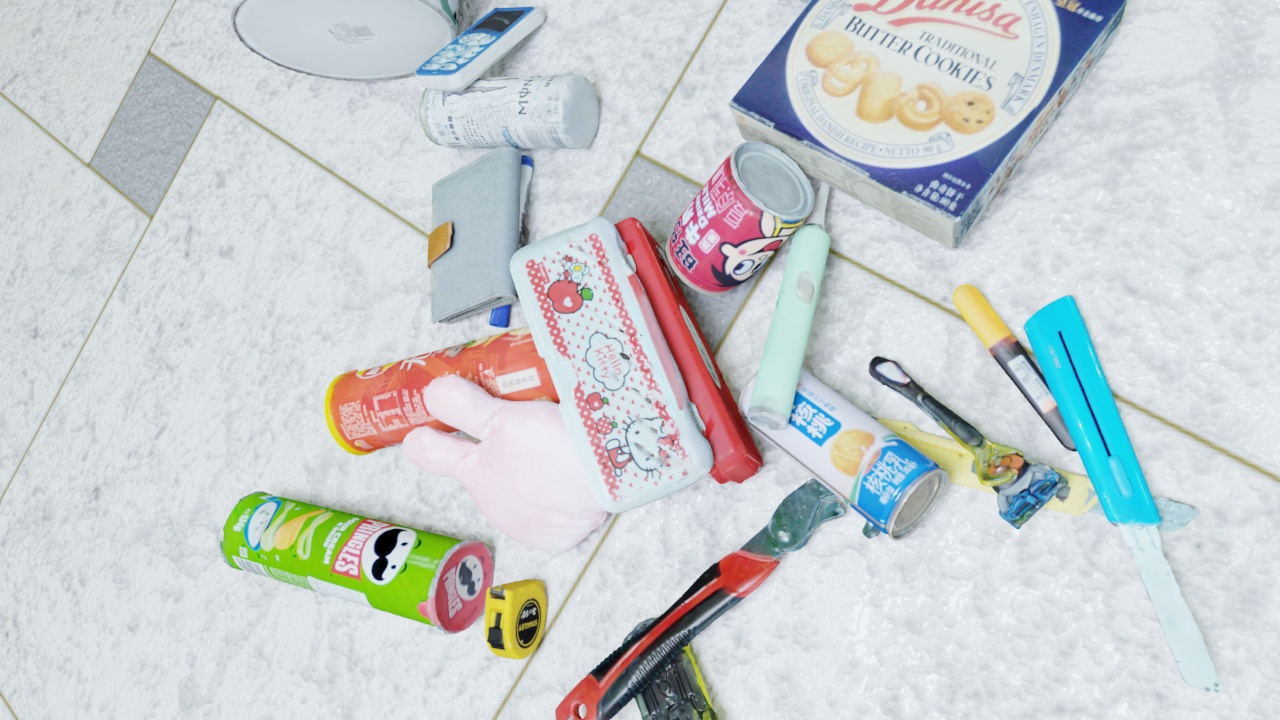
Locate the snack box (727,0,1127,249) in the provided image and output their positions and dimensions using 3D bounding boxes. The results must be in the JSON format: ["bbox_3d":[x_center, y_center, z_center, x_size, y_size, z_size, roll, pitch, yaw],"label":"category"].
[{"bbox_3d":[0.183,-0.192,0.605,0.178,0.046,0.182,36,87,28],"label":"snack box"}]

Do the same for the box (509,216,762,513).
[{"bbox_3d":[-0.006,0.003,0.635,0.100,0.110,0.201,-27,69,10],"label":"box"}]

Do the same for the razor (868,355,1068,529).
[{"bbox_3d":[0.194,0.040,0.571,0.042,0.022,0.142,-40,54,-5],"label":"razor"}]

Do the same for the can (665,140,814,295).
[{"bbox_3d":[0.066,-0.094,0.629,0.094,0.066,0.066,-47,59,46],"label":"can"}]

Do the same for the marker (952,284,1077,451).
[{"bbox_3d":[0.236,0.003,0.574,0.018,0.015,0.123,-34,69,10],"label":"marker"}]

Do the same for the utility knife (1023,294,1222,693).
[{"bbox_3d":[0.276,0.071,0.527,0.034,0.018,0.234,-16,69,6],"label":"utility knife"}]

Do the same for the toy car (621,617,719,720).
[{"bbox_3d":[0.023,0.227,0.624,0.048,0.032,0.105,-33,56,11],"label":"toy car"}]

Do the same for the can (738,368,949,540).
[{"bbox_3d":[0.125,0.053,0.585,0.134,0.053,0.053,39,98,37],"label":"can"}]

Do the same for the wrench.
[{"bbox_3d":[0.049,0.162,0.612,0.273,0.016,0.056,-39,54,6],"label":"wrench"}]

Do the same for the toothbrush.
[{"bbox_3d":[0.109,-0.057,0.610,0.026,0.027,0.224,23,65,-11],"label":"toothbrush"}]

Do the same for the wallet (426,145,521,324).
[{"bbox_3d":[-0.142,-0.102,0.756,0.107,0.037,0.129,-14,70,39],"label":"wallet"}]

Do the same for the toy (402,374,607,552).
[{"bbox_3d":[-0.092,0.073,0.670,0.159,0.054,0.121,30,116,-1],"label":"toy"}]

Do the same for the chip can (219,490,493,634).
[{"bbox_3d":[-0.235,0.160,0.743,0.236,0.072,0.072,6,82,28],"label":"chip can"}]

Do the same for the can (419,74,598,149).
[{"bbox_3d":[-0.109,-0.205,0.760,0.147,0.058,0.058,7,83,27],"label":"can"}]

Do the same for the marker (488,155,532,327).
[{"bbox_3d":[-0.107,-0.099,0.762,0.017,0.017,0.145,4,82,27],"label":"marker"}]

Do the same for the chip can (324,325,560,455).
[{"bbox_3d":[-0.146,0.022,0.725,0.217,0.073,0.073,-14,74,24],"label":"chip can"}]

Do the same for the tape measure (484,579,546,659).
[{"bbox_3d":[-0.094,0.189,0.674,0.029,0.060,0.057,1,86,25],"label":"tape measure"}]

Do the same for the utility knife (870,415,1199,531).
[{"bbox_3d":[0.228,0.070,0.567,0.202,0.021,0.031,15,87,23],"label":"utility knife"}]

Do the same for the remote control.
[{"bbox_3d":[-0.133,-0.262,0.768,0.049,0.024,0.124,13,50,32],"label":"remote control"}]

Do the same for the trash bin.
[{"bbox_3d":[-0.256,-0.396,0.788,0.230,0.229,0.251,-6,83,25],"label":"trash bin"}]

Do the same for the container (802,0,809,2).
[{"bbox_3d":[0.104,-0.323,0.663,0.111,0.090,0.090,31,94,31],"label":"container"}]
